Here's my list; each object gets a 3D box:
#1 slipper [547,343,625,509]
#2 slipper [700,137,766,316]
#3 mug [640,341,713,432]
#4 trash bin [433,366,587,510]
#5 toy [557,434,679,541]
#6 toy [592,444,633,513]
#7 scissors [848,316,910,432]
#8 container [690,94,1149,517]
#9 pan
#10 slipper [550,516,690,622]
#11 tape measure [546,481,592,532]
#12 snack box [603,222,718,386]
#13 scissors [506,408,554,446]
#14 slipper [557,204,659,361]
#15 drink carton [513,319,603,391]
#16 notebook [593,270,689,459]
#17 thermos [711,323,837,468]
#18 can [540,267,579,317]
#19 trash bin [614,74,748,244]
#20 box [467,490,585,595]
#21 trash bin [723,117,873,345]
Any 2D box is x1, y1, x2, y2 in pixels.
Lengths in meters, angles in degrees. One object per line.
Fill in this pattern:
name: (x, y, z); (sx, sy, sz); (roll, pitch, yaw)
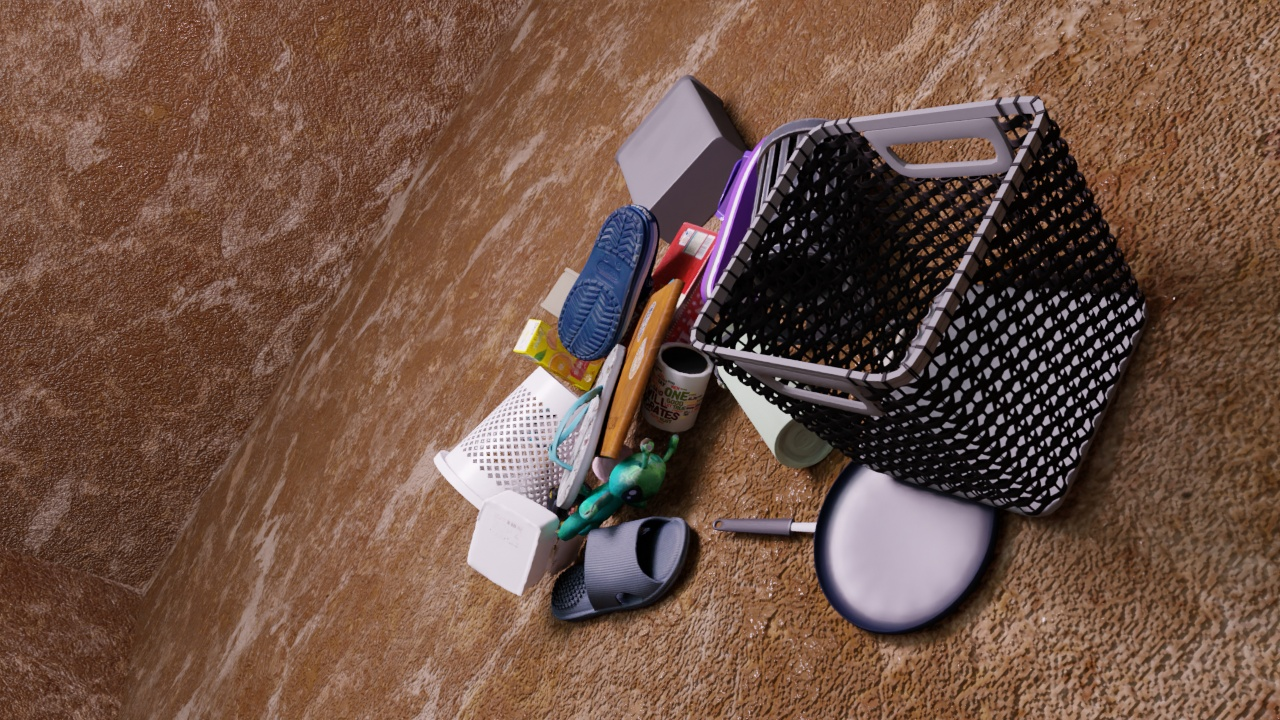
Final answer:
slipper: (-0.081, 0.082, 1.214); (0.098, 0.054, 0.268); (122, 170, -47)
slipper: (0.144, -0.188, 1.230); (0.084, 0.107, 0.266); (19, 85, 59)
mug: (0.055, 0.029, 1.185); (0.073, 0.105, 0.090); (35, 128, 26)
trash bin: (-0.160, 0.127, 1.341); (0.199, 0.195, 0.195); (-50, 31, -3)
toy: (-0.031, 0.161, 1.152); (0.194, 0.130, 0.072); (-42, 70, 23)
toy: (-0.034, 0.152, 1.253); (0.064, 0.047, 0.109); (-35, 50, 40)
scissors: (0.264, 0.016, 0.950); (0.163, 0.012, 0.157); (-27, 36, 37)
container: (0.244, -0.037, 0.782); (0.248, 0.243, 0.245); (13, 69, 56)
pan: (0.197, 0.169, 0.922); (0.357, 0.021, 0.198); (-11, 55, 51)
slipper: (-0.047, 0.261, 1.144); (0.264, 0.082, 0.101); (-34, 40, 39)
tape measure: (-0.096, 0.201, 1.276); (0.042, 0.072, 0.071); (-136, 50, -64)
snack box: (0.048, -0.076, 1.310); (0.236, 0.060, 0.113); (-59, 31, 2)
scissors: (-0.176, 0.109, 1.522); (0.125, 0.019, 0.156); (-51, 33, 13)
slipper: (-0.031, -0.104, 1.308); (0.105, 0.095, 0.253); (41, 123, 23)
drink carton: (-0.125, -0.007, 1.432); (0.043, 0.134, 0.058); (9, 69, 55)
notebook: (-0.007, 0.009, 1.195); (0.179, 0.014, 0.249); (159, 133, -77)
thermos: (0.142, 0.030, 1.067); (0.082, 0.082, 0.231); (-51, 32, 14)
can: (-0.084, -0.082, 1.445); (0.073, 0.127, 0.128); (-57, 31, 1)
trash bin: (0.066, -0.317, 1.456); (0.192, 0.097, 0.219); (-45, 35, 23)
box: (-0.134, 0.233, 1.223); (0.128, 0.136, 0.109); (24, 110, 20)
trash bin: (0.195, -0.158, 1.077); (0.165, 0.164, 0.226); (-25, 41, 44)
